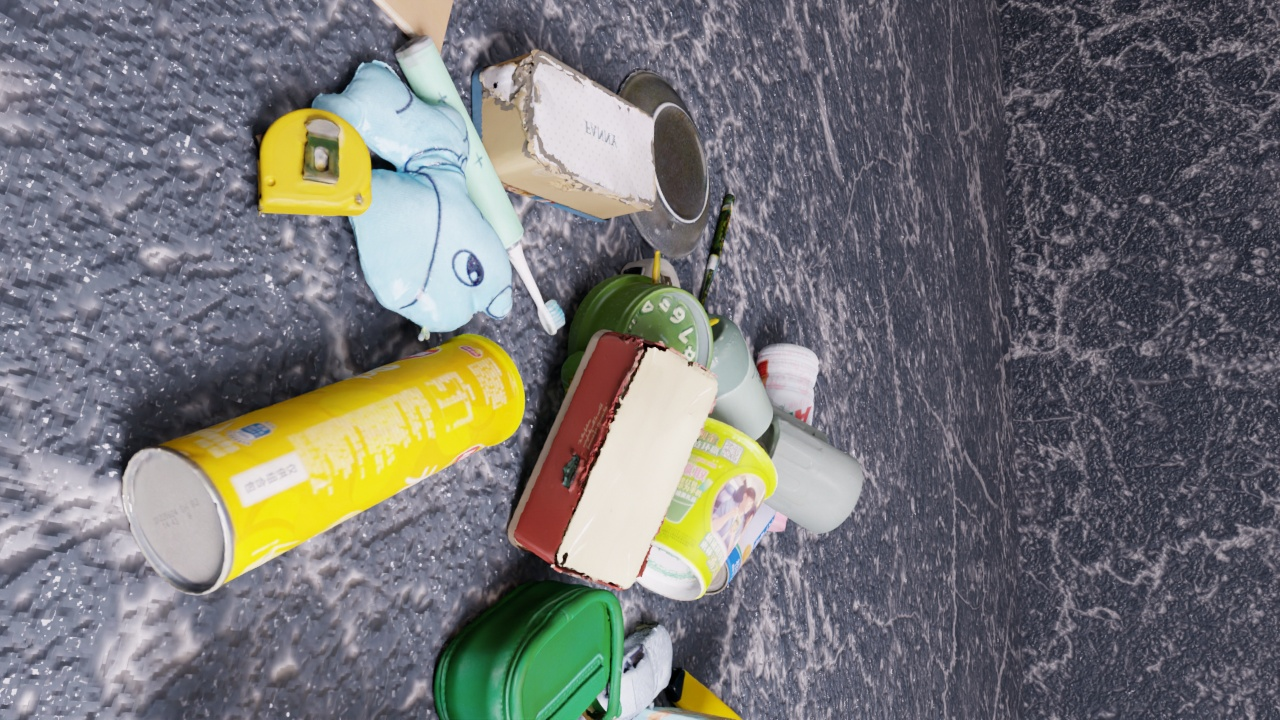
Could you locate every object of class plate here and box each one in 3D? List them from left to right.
[{"bbox_3d":[0.029,-0.185,0.867,0.179,0.024,0.179,15,72,-58],"label":"plate"}]

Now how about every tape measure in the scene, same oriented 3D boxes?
[{"bbox_3d":[-0.173,-0.105,0.488,0.060,0.029,0.057,-1,85,-28],"label":"tape measure"},{"bbox_3d":[0.009,-0.056,0.801,0.065,0.034,0.066,-7,92,-61],"label":"tape measure"}]

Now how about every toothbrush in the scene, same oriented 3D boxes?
[{"bbox_3d":[-0.104,-0.110,0.628,0.027,0.026,0.224,-42,123,-30],"label":"toothbrush"},{"bbox_3d":[0.077,-0.104,0.939,0.012,0.017,0.185,25,56,-13],"label":"toothbrush"}]

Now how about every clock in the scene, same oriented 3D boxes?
[{"bbox_3d":[-0.004,0.004,0.723,0.116,0.056,0.161,44,68,-36],"label":"clock"}]

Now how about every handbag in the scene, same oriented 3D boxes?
[{"bbox_3d":[-0.063,0.213,0.601,0.131,0.068,0.120,-31,113,-56],"label":"handbag"}]

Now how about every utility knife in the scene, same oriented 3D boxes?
[{"bbox_3d":[0.076,0.341,0.863,0.215,0.015,0.033,51,43,-39],"label":"utility knife"}]

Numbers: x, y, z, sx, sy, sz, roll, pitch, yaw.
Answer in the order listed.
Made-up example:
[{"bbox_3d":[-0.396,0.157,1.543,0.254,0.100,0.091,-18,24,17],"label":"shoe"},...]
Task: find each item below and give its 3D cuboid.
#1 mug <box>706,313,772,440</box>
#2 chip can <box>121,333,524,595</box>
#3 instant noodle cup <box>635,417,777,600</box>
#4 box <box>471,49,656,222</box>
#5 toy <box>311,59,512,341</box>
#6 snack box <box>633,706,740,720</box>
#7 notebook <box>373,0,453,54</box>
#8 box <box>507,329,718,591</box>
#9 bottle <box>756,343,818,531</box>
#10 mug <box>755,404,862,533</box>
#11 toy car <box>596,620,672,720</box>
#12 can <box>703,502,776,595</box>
[{"bbox_3d":[0.064,0.011,0.848,0.111,0.082,0.106,-104,169,-59],"label":"mug"},{"bbox_3d":[-0.150,0.044,0.482,0.212,0.072,0.072,-28,109,-58],"label":"chip can"},{"bbox_3d":[0.040,0.127,0.762,0.123,0.112,0.112,-57,132,-36],"label":"instant noodle cup"},{"bbox_3d":[-0.049,-0.164,0.700,0.184,0.061,0.089,12,75,-60],"label":"box"},{"bbox_3d":[-0.133,-0.089,0.554,0.161,0.050,0.156,29,63,-39],"label":"toy"},{"bbox_3d":[0.077,0.309,0.718,0.074,0.175,0.051,34,60,-53],"label":"snack box"},{"bbox_3d":[-0.179,-0.309,0.553,0.211,0.012,0.149,40,51,-50],"label":"notebook"},{"bbox_3d":[-0.011,0.071,0.641,0.091,0.077,0.168,29,82,-40],"label":"box"},{"bbox_3d":[0.148,0.082,0.982,0.068,0.068,0.196,37,57,-51],"label":"bottle"},{"bbox_3d":[0.144,0.094,0.888,0.103,0.084,0.123,29,33,-22],"label":"mug"},{"bbox_3d":[-0.004,0.250,0.728,0.120,0.037,0.054,-17,99,-62],"label":"toy car"},{"bbox_3d":[0.085,0.165,0.872,0.134,0.053,0.053,-35,115,-56],"label":"can"}]
